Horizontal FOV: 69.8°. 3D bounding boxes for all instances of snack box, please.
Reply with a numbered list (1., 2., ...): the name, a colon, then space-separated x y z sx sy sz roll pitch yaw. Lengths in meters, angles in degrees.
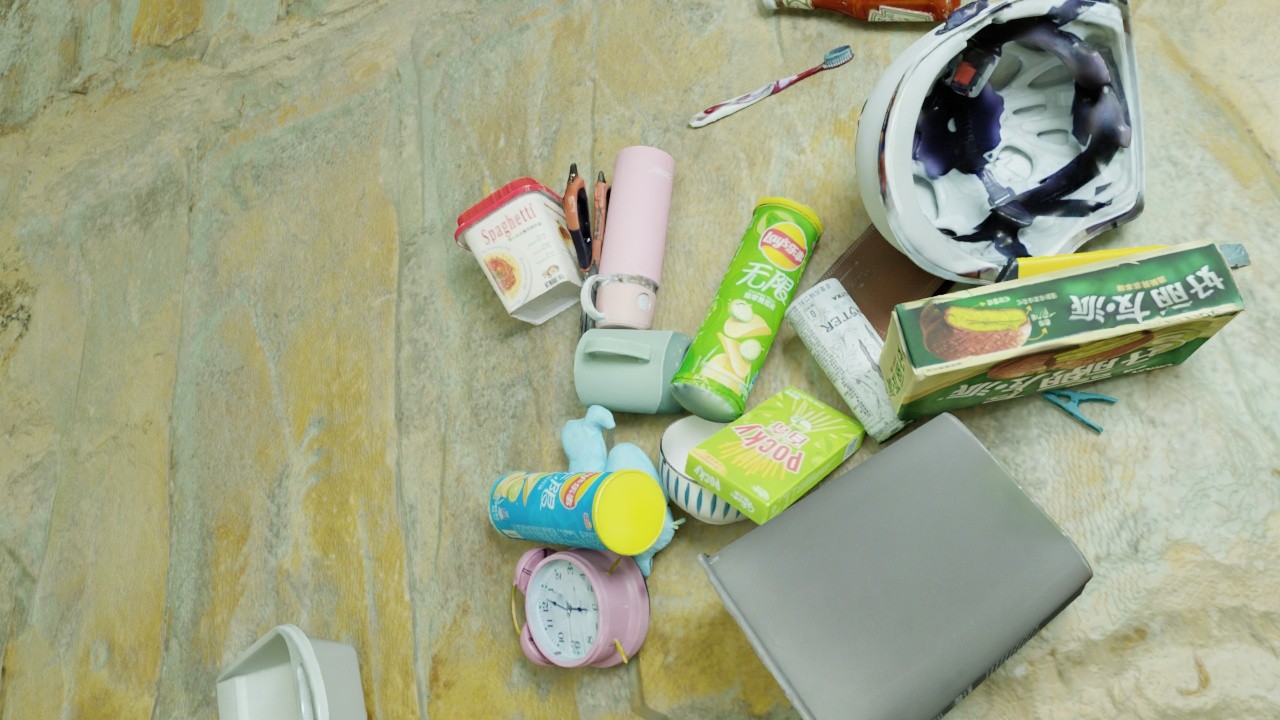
1. snack box: 0.120 0.078 0.796 0.086 0.156 0.026 32 131 31
2. snack box: 0.315 -0.020 0.714 0.240 0.114 0.063 -12 68 4

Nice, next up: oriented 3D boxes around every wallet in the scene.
1. wallet: 0.234 -0.083 0.856 0.124 0.032 0.101 -48 57 3

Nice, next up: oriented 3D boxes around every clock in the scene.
1. clock: -0.067 0.229 0.858 0.159 0.059 0.117 -14 79 42

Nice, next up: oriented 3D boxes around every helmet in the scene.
1. helmet: 0.282 -0.186 0.772 0.258 0.229 0.146 -25 21 -7

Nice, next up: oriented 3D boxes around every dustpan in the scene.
1. dustpan: -0.373 0.384 0.920 0.258 0.142 0.222 -26 63 14

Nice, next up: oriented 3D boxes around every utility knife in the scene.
1. utility knife: 0.388 -0.074 0.737 0.218 0.015 0.033 -6 109 -5

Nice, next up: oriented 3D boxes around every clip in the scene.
1. clip: 0.363 0.036 0.763 0.055 0.013 0.034 28 85 28

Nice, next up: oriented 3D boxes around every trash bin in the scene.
1. trash bin: 0.197 0.177 0.699 0.220 0.199 0.198 -37 62 2

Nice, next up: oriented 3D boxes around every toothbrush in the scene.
1. toothbrush: 0.136 -0.292 0.980 0.188 0.017 0.016 -19 65 18

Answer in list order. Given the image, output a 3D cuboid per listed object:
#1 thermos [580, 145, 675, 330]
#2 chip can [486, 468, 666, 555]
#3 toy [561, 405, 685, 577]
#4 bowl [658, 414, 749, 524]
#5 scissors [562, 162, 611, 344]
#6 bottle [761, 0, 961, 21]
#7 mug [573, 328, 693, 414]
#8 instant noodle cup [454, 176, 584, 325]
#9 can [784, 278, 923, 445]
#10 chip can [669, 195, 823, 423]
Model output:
1. thermos: -0.015 -0.125 0.956 0.067 0.087 0.198 -10 66 49
2. chip can: -0.065 0.135 0.843 0.211 0.071 0.071 -10 65 56
3. toy: -0.020 0.124 0.882 0.156 0.049 0.161 3 99 48
4. bowl: 0.071 0.106 0.834 0.116 0.116 0.066 27 127 30
5. scissors: -0.055 -0.102 0.965 0.015 0.214 0.196 -2 36 23
6. bottle: 0.224 -0.381 0.947 0.206 0.059 0.059 12 78 31
7. mug: -0.005 0.005 0.890 0.106 0.112 0.082 3 69 24
8. instant noodle cup: -0.121 -0.113 0.994 0.116 0.116 0.124 -29 75 14
9. can: 0.191 0.000 0.814 0.058 0.058 0.146 -36 74 10
10. chip can: 0.100 -0.047 0.857 0.073 0.072 0.220 16 67 29
